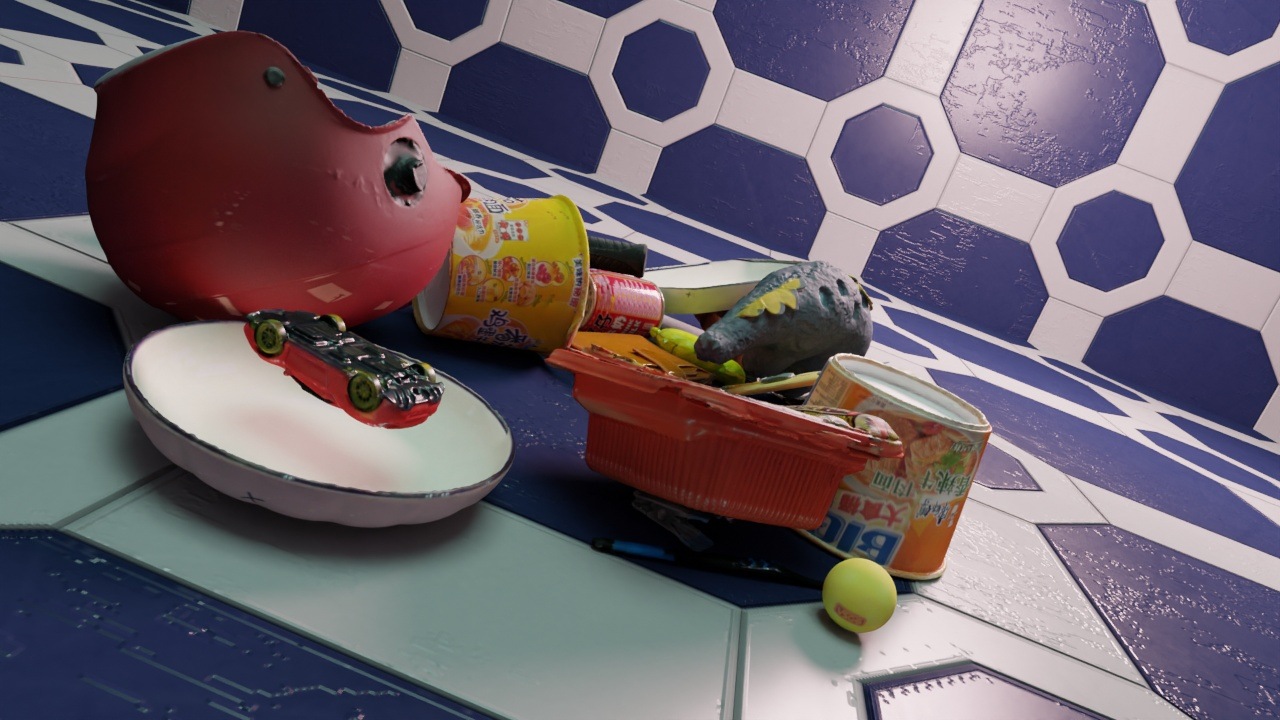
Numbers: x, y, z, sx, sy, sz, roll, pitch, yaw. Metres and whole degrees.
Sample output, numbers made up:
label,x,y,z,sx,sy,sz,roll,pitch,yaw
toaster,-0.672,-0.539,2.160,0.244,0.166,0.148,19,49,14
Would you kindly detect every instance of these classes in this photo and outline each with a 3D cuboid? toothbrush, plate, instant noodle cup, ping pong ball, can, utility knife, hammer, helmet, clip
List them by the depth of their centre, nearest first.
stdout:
label,x,y,z,sx,sy,sz,roll,pitch,yaw
plate,-0.161,0.034,0.471,0.192,0.039,0.192,20,15,-6
ping pong ball,0.122,0.131,0.510,0.040,0.040,0.040,20,15,-6
toothbrush,0.060,0.116,0.530,0.189,0.016,0.014,14,9,-22
clip,0.019,0.093,0.553,0.058,0.043,0.026,24,16,26
instant noodle cup,0.045,0.048,0.561,0.188,0.079,0.165,17,-3,-37
helmet,-0.226,-0.081,0.581,0.207,0.143,0.239,-3,-17,37
instant noodle cup,0.171,0.069,0.660,0.151,0.111,0.151,20,15,-6
instant noodle cup,-0.119,-0.072,0.745,0.109,0.138,0.138,2,23,-31
utility knife,0.130,0.020,0.797,0.191,0.020,0.030,-6,16,44
hammer,-0.143,-0.118,0.858,0.301,0.032,0.129,10,-18,3
can,-0.031,-0.055,0.916,0.093,0.066,0.066,7,20,-43
plate,0.094,-0.085,1.051,0.265,0.034,0.162,-10,16,-30

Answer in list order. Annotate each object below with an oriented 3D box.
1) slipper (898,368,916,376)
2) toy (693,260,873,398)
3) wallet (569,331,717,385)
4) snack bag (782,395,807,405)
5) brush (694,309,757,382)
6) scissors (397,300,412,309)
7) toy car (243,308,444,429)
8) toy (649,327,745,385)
label,x,y,z,sx,sy,sz,roll,pitch,yaw
slipper,0.195,0.059,0.826,0.082,0.091,0.190,-19,-4,41
toy,0.167,-0.026,0.906,0.091,0.138,0.355,27,4,35
wallet,-0.005,0.005,0.816,0.119,0.035,0.130,23,13,34
snack bag,0.197,0.051,0.929,0.104,0.026,0.048,11,-3,-30
brush,0.099,-0.032,1.021,0.069,0.063,0.145,31,10,-17
scissors,-0.223,-0.097,0.778,0.130,0.017,0.133,41,61,4
toy car,-0.149,0.003,0.454,0.106,0.031,0.049,28,16,18
toy,0.059,-0.005,0.907,0.097,0.031,0.100,26,-1,39
